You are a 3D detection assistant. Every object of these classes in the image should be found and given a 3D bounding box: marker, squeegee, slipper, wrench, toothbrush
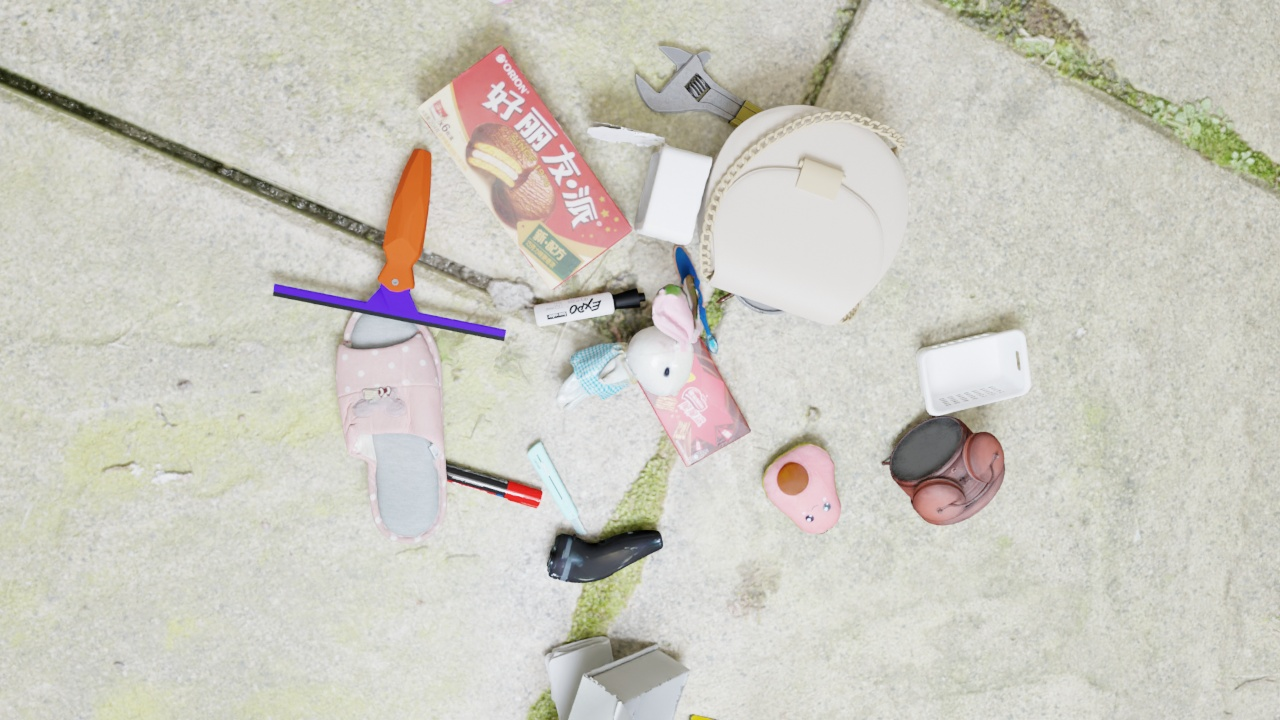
[{"bbox_3d":[-0.186,0.142,1.065,0.145,0.021,0.024,18,127,-10],"label":"marker"},{"bbox_3d":[-0.252,-0.136,0.986,0.249,0.055,0.184,11,89,-9],"label":"squeegee"},{"bbox_3d":[-0.057,-0.061,1.038,0.126,0.025,0.025,-10,102,-5],"label":"marker"},{"bbox_3d":[-0.270,0.069,1.011,0.114,0.054,0.274,-9,94,-3],"label":"slipper"},{"bbox_3d":[0.122,-0.265,1.023,0.273,0.018,0.083,28,97,-11],"label":"wrench"},{"bbox_3d":[0.065,-0.068,1.055,0.021,0.017,0.135,-21,103,-1],"label":"toothbrush"}]

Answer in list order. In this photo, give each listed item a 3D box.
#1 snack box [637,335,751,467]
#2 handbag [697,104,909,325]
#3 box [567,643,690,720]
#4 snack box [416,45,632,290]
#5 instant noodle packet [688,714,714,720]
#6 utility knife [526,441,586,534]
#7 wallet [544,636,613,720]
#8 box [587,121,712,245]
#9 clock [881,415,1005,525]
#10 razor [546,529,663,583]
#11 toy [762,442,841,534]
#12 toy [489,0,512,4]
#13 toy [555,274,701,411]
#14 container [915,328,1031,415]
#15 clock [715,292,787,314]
[{"bbox_3d":[0.060,0.048,1.075,0.089,0.021,0.133,-30,103,1],"label":"snack box"},{"bbox_3d":[0.168,-0.156,0.974,0.210,0.103,0.208,18,87,-5],"label":"handbag"},{"bbox_3d":[-0.016,0.450,0.969,0.150,0.368,0.167,17,99,-7],"label":"box"},{"bbox_3d":[-0.121,-0.203,0.984,0.113,0.060,0.236,-36,103,0],"label":"snack box"},{"bbox_3d":[0.100,0.583,1.162,0.163,0.084,0.222,19,104,-9],"label":"instant noodle packet"},{"bbox_3d":[-0.097,0.154,1.082,0.022,0.015,0.129,-28,106,-2],"label":"utility knife"},{"bbox_3d":[-0.069,0.400,1.127,0.086,0.032,0.116,-9,100,-16],"label":"wallet"},{"bbox_3d":[-0.002,-0.198,0.976,0.136,0.109,0.124,12,97,-10],"label":"box"},{"bbox_3d":[0.356,0.127,1.058,0.120,0.157,0.072,-45,108,3],"label":"clock"},{"bbox_3d":[-0.044,0.223,1.083,0.140,0.053,0.064,-16,94,-6],"label":"razor"},{"bbox_3d":[0.200,0.156,1.097,0.090,0.051,0.110,-34,104,2],"label":"toy"},{"bbox_3d":[-0.104,-0.489,0.905,0.127,0.187,0.266,-17,132,-40],"label":"toy"},{"bbox_3d":[-0.006,0.006,1.006,0.206,0.131,0.105,-36,87,18],"label":"toy"},{"bbox_3d":[0.389,0.010,1.092,0.129,0.049,0.081,-13,102,-4],"label":"container"},{"bbox_3d":[0.160,-0.106,1.039,0.148,0.056,0.104,-2,98,-5],"label":"clock"}]
